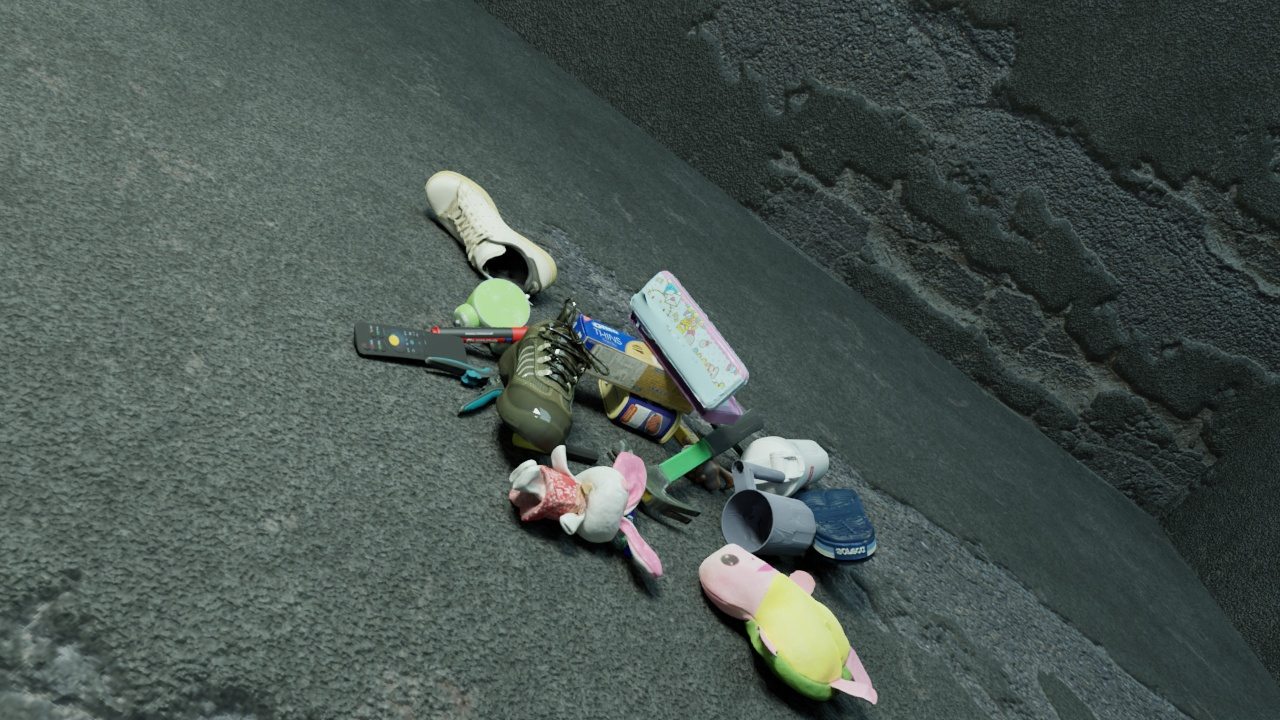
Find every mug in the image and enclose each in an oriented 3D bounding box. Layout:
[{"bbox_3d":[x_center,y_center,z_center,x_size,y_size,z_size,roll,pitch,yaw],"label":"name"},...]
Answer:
[{"bbox_3d":[0.169,0.199,1.225,0.104,0.084,0.123,18,55,-44],"label":"mug"}]

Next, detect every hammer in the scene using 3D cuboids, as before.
[{"bbox_3d":[0.086,0.123,1.237,0.130,0.032,0.317,50,33,12],"label":"hammer"}]

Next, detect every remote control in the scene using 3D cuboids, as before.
[{"bbox_3d":[-0.267,-0.016,1.071,0.151,0.020,0.041,10,59,-50],"label":"remote control"}]

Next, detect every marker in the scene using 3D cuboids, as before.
[{"bbox_3d":[-0.194,-0.031,1.162,0.144,0.023,0.021,-1,17,-29],"label":"marker"},{"bbox_3d":[-0.098,0.105,1.099,0.123,0.017,0.021,20,-17,-41],"label":"marker"}]

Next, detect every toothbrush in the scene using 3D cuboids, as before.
[{"bbox_3d":[-0.016,0.173,1.101,0.016,0.015,0.186,26,24,-18],"label":"toothbrush"}]

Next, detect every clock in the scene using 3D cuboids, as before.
[{"bbox_3d":[-0.193,-0.060,1.214,0.094,0.043,0.119,31,54,-13],"label":"clock"}]

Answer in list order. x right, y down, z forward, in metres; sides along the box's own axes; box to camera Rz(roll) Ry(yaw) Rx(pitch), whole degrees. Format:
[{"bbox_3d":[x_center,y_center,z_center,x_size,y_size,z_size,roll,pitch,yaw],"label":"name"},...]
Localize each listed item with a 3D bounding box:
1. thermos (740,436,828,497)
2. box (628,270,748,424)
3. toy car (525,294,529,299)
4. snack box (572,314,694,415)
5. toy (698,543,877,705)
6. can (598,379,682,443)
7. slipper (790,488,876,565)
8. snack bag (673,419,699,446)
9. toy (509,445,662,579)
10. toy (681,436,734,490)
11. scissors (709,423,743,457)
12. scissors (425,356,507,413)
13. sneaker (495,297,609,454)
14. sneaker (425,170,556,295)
[{"bbox_3d":[0.226,0.159,1.407,0.099,0.099,0.220,47,19,21],"label":"thermos"},{"bbox_3d":[0.072,-0.023,1.216,0.089,0.093,0.214,8,38,-48],"label":"box"},{"bbox_3d":[-0.187,-0.072,1.287,0.039,0.039,0.113,37,21,-5],"label":"toy car"},{"bbox_3d":[-0.007,0.007,1.240,0.206,0.056,0.057,24,28,-28],"label":"snack box"},{"bbox_3d":[0.167,0.301,1.035,0.238,0.088,0.189,39,27,10],"label":"toy"},{"bbox_3d":[-0.003,0.054,1.305,0.092,0.057,0.116,25,25,-27],"label":"can"},{"bbox_3d":[0.276,0.249,1.315,0.252,0.105,0.095,-61,142,-82],"label":"slipper"},{"bbox_3d":[0.056,0.099,1.357,0.099,0.020,0.026,50,23,27],"label":"snack bag"},{"bbox_3d":[-0.059,0.150,0.990,0.194,0.084,0.158,25,39,-33],"label":"toy"},{"bbox_3d":[0.091,0.151,1.278,0.102,0.042,0.054,41,38,-10],"label":"toy"},{"bbox_3d":[0.082,0.071,1.416,0.201,0.015,0.202,49,-6,-29],"label":"scissors"},{"bbox_3d":[-0.193,0.032,1.096,0.155,0.019,0.124,30,26,-31],"label":"scissors"},{"bbox_3d":[-0.091,0.009,1.077,0.101,0.143,0.237,37,14,-23],"label":"sneaker"},{"bbox_3d":[-0.238,-0.179,1.377,0.241,0.089,0.102,41,29,-5],"label":"sneaker"}]
